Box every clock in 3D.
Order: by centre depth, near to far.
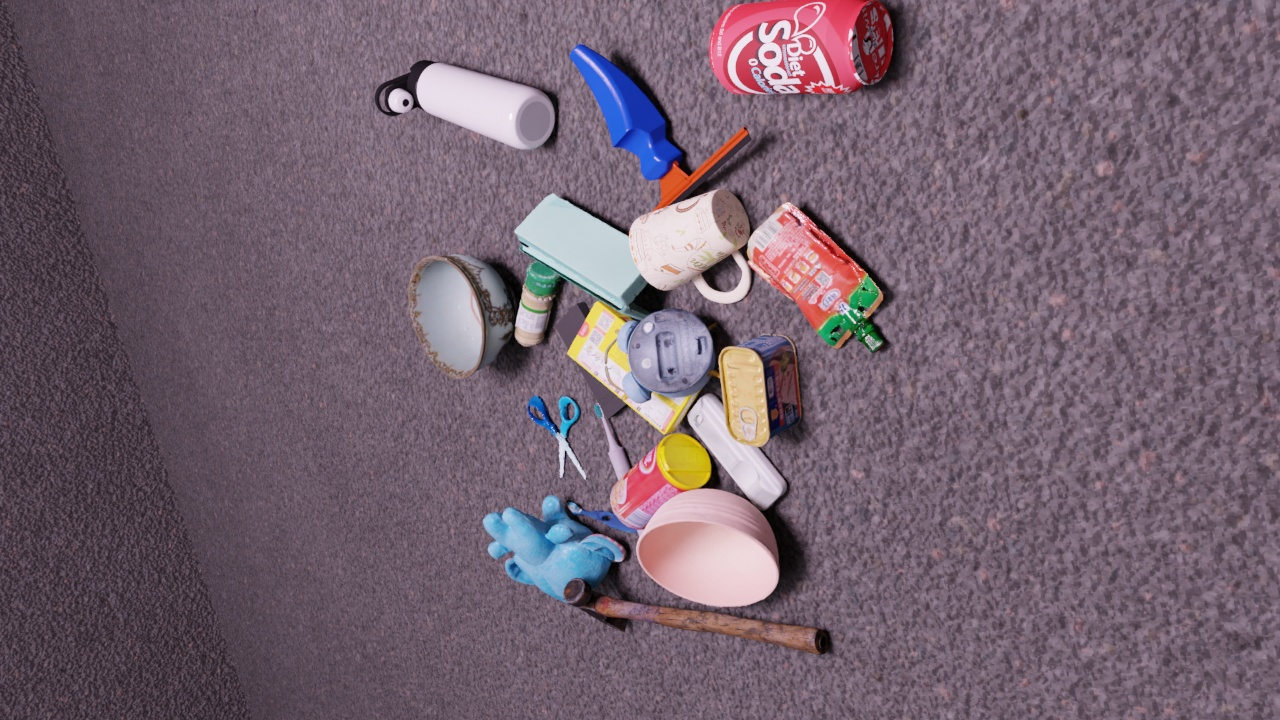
[{"bbox_3d":[0.021,-0.003,0.952,0.125,0.051,0.088,-9,76,12],"label":"clock"}]

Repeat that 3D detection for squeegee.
[{"bbox_3d":[-0.007,-0.239,0.921,0.185,0.055,0.250,52,146,-3],"label":"squeegee"}]

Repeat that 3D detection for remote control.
[{"bbox_3d":[0.099,0.097,0.971,0.133,0.022,0.050,52,135,18],"label":"remote control"},{"bbox_3d":[-0.053,0.000,1.096,0.058,0.013,0.133,-40,76,46],"label":"remote control"}]

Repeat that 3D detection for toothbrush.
[{"bbox_3d":[-0.019,0.140,1.111,0.018,0.019,0.188,-20,91,50],"label":"toothbrush"},{"bbox_3d":[-0.048,0.199,1.168,0.132,0.021,0.016,7,145,45],"label":"toothbrush"}]

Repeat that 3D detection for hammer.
[{"bbox_3d":[0.066,0.303,1.061,0.331,0.033,0.120,-3,147,39],"label":"hammer"}]

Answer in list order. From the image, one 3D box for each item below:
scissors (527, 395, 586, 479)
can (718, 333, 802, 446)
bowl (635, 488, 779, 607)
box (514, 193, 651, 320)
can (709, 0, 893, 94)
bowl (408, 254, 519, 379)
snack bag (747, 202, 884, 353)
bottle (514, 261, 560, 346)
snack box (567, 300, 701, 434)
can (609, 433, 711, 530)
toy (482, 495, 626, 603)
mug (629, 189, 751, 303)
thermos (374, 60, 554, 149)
[{"bbox_3d":[-0.109,0.096,1.196,0.117,0.014,0.130,21,124,35],"label":"scissors"},{"bbox_3d":[0.118,0.028,0.896,0.054,0.058,0.100,7,110,44],"label":"can"},{"bbox_3d":[0.077,0.187,0.973,0.153,0.076,0.153,10,135,10],"label":"bowl"},{"bbox_3d":[-0.050,-0.103,1.026,0.188,0.077,0.091,32,165,36],"label":"box"},{"bbox_3d":[0.129,-0.259,0.759,0.143,0.074,0.074,15,116,42],"label":"can"},{"bbox_3d":[-0.213,-0.066,1.175,0.160,0.093,0.160,20,119,40],"label":"bowl"},{"bbox_3d":[0.163,-0.067,0.832,0.155,0.044,0.087,49,140,15],"label":"snack bag"},{"bbox_3d":[-0.127,-0.068,1.126,0.042,0.042,0.110,42,133,27],"label":"bottle"},{"bbox_3d":[-0.006,0.006,1.013,0.152,0.025,0.075,39,115,18],"label":"snack box"},{"bbox_3d":[0.021,0.138,1.035,0.066,0.066,0.125,56,137,14],"label":"can"},{"bbox_3d":[-0.121,0.230,1.174,0.184,0.114,0.180,-21,127,34],"label":"toy"},{"bbox_3d":[0.063,-0.106,0.903,0.097,0.080,0.122,-21,111,41],"label":"mug"},{"bbox_3d":[-0.209,-0.298,1.076,0.230,0.101,0.069,28,144,37],"label":"thermos"}]
